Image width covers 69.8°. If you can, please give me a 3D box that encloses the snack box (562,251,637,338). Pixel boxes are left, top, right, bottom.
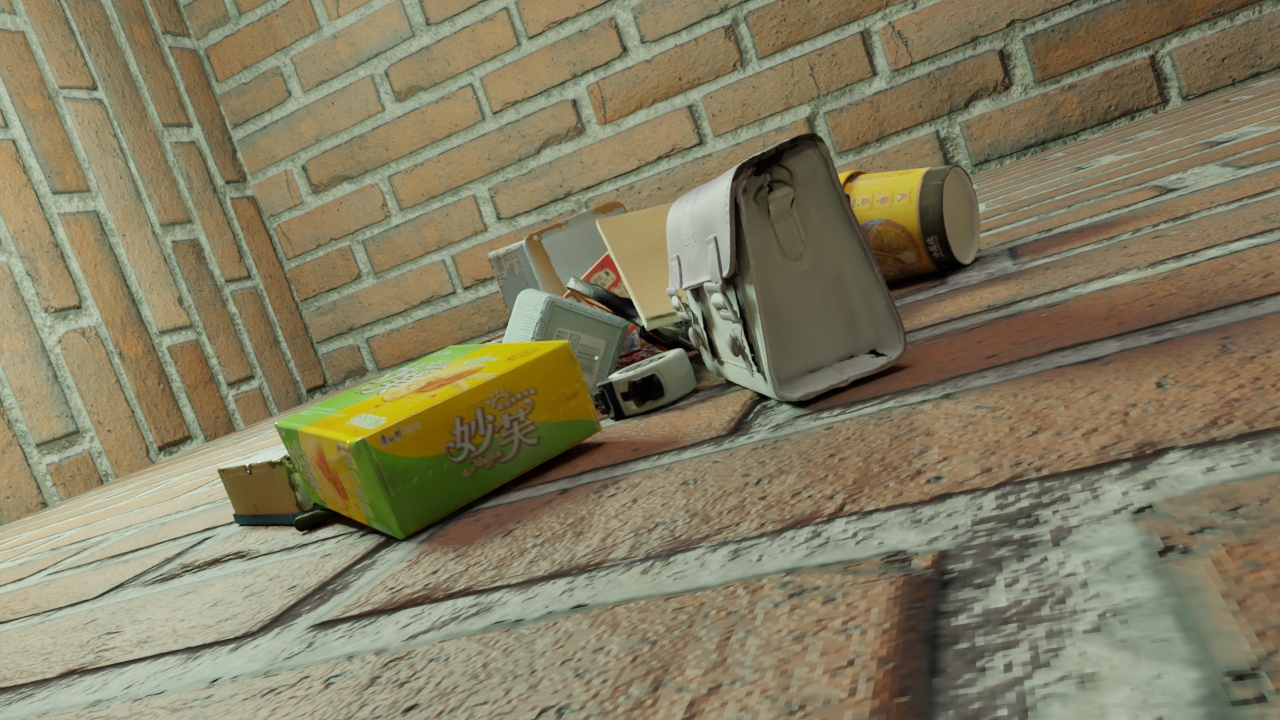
[{"bbox_3d":[-0.029,-0.063,0.943,0.152,0.075,0.025,-47,8,-20],"label":"snack box"}]

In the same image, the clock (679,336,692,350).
[{"bbox_3d":[0.070,-0.050,0.974,0.082,0.055,0.121,-16,6,33],"label":"clock"}]

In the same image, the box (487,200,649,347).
[{"bbox_3d":[-0.065,-0.092,1.154,0.194,0.183,0.156,-18,7,15],"label":"box"}]

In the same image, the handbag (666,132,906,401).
[{"bbox_3d":[0.077,-0.056,0.604,0.098,0.145,0.197,-18,6,-7],"label":"handbag"}]

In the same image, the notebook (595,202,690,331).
[{"bbox_3d":[0.053,-0.097,0.794,0.149,0.012,0.211,-14,33,-6],"label":"notebook"}]

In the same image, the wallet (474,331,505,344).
[{"bbox_3d":[-0.189,0.013,1.112,0.101,0.020,0.116,-26,-30,-44],"label":"wallet"}]

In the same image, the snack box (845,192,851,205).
[{"bbox_3d":[0.150,-0.100,0.819,0.053,0.125,0.113,-9,5,-7],"label":"snack box"}]

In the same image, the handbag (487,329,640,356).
[{"bbox_3d":[-0.097,-0.007,1.014,0.194,0.075,0.134,-19,2,-7],"label":"handbag"}]

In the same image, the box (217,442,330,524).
[{"bbox_3d":[-0.305,0.103,0.808,0.089,0.060,0.185,-24,6,-38],"label":"box"}]

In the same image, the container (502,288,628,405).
[{"bbox_3d":[-0.070,-0.012,0.819,0.090,0.090,0.111,18,-1,-17],"label":"container"}]

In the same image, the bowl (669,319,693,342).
[{"bbox_3d":[0.076,-0.054,0.846,0.113,0.113,0.062,-20,42,-2],"label":"bowl"}]

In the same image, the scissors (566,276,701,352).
[{"bbox_3d":[0.018,-0.028,0.826,0.222,0.021,0.210,30,-3,32],"label":"scissors"}]

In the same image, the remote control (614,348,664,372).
[{"bbox_3d":[-0.005,0.005,0.889,0.056,0.020,0.136,-20,6,-9],"label":"remote control"}]

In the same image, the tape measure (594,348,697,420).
[{"bbox_3d":[0.008,0.017,0.695,0.066,0.033,0.065,-17,8,37],"label":"tape measure"}]

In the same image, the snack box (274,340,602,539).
[{"bbox_3d":[-0.150,0.047,0.652,0.157,0.070,0.210,-27,15,-31],"label":"snack box"}]

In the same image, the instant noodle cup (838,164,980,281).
[{"bbox_3d":[0.250,-0.130,0.873,0.115,0.118,0.118,-5,15,40],"label":"instant noodle cup"}]

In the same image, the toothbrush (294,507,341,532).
[{"bbox_3d":[-0.169,0.092,0.685,0.186,0.012,0.017,-19,8,0],"label":"toothbrush"}]
